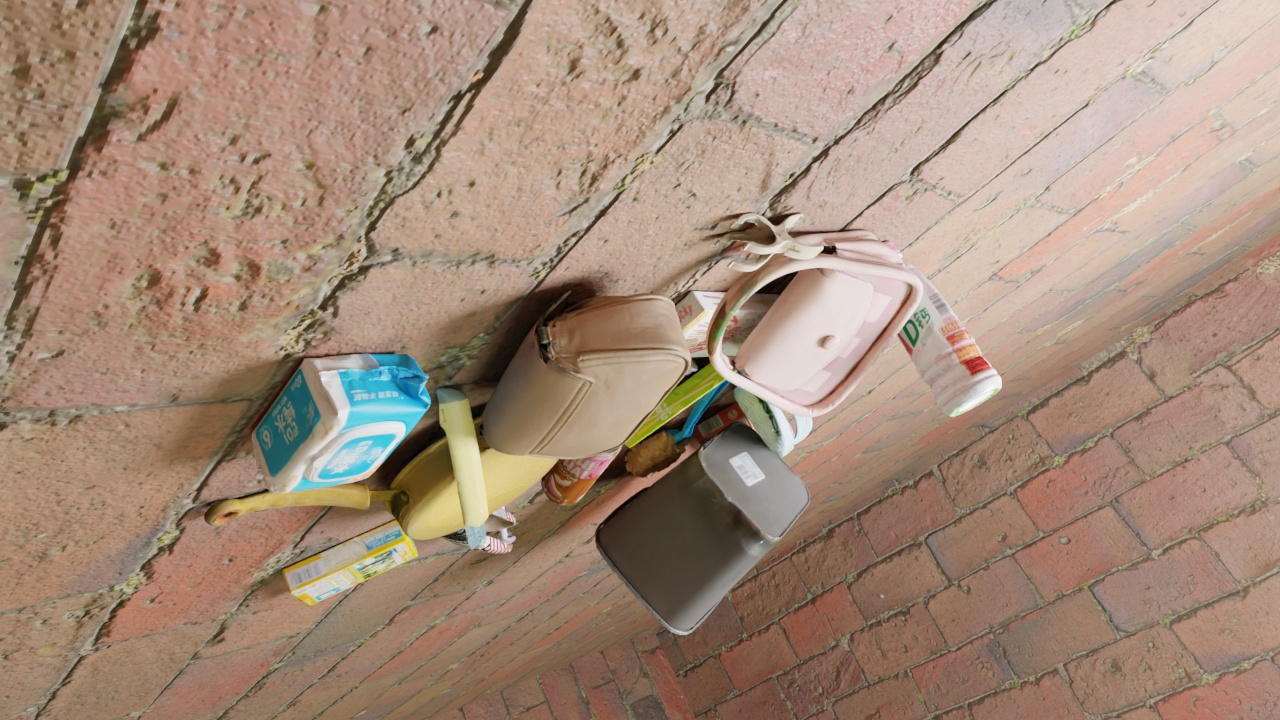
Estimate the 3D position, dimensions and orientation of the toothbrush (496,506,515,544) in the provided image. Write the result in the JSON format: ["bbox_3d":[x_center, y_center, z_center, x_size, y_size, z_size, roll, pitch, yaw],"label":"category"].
[{"bbox_3d":[-0.185,0.215,1.231,0.029,0.021,0.189,7,154,-2],"label":"toothbrush"}]

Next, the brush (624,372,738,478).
[{"bbox_3d":[0.062,0.078,1.197,0.083,0.046,0.255,-5,147,-40],"label":"brush"}]

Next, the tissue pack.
[{"bbox_3d":[-0.229,0.050,0.703,0.089,0.063,0.140,-4,149,-49],"label":"tissue pack"}]

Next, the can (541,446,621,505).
[{"bbox_3d":[-0.070,0.118,1.084,0.057,0.058,0.148,-15,157,-32],"label":"can"}]

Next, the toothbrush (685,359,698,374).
[{"bbox_3d":[-0.006,0.006,0.949,0.029,0.020,0.189,11,-173,39],"label":"toothbrush"}]

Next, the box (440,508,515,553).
[{"bbox_3d":[-0.204,0.192,1.118,0.075,0.076,0.163,5,165,18],"label":"box"}]

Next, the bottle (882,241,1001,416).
[{"bbox_3d":[0.302,-0.038,0.977,0.068,0.197,0.068,-25,160,-10],"label":"bottle"}]

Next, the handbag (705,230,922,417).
[{"bbox_3d":[0.153,-0.042,0.909,0.233,0.093,0.194,7,126,-45],"label":"handbag"}]

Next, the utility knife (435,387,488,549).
[{"bbox_3d":[-0.161,0.102,0.843,0.031,0.019,0.177,-13,113,-16],"label":"utility knife"}]

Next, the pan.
[{"bbox_3d":[-0.232,0.120,0.900,0.356,0.078,0.198,-18,155,-42],"label":"pan"}]

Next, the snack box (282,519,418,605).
[{"bbox_3d":[-0.335,0.236,1.071,0.140,0.033,0.087,-21,159,-13],"label":"snack box"}]

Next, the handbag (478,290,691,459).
[{"bbox_3d":[-0.051,0.013,0.804,0.147,0.099,0.205,-2,149,-31],"label":"handbag"}]

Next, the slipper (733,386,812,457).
[{"bbox_3d":[0.186,0.070,1.225,0.074,0.104,0.245,-34,169,7],"label":"slipper"}]

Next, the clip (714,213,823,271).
[{"bbox_3d":[0.117,-0.096,0.798,0.103,0.076,0.035,1,147,-33],"label":"clip"}]

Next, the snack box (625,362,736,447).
[{"bbox_3d":[0.050,0.041,1.064,0.157,0.026,0.085,-37,176,24],"label":"snack box"}]

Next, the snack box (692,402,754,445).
[{"bbox_3d":[0.127,0.107,1.355,0.077,0.027,0.156,-30,160,4],"label":"snack box"}]

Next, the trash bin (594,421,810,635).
[{"bbox_3d":[0.091,0.217,1.257,0.220,0.198,0.198,-50,170,35],"label":"trash bin"}]

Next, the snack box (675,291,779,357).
[{"bbox_3d":[0.078,-0.036,0.945,0.156,0.027,0.085,-4,149,-50],"label":"snack box"}]
